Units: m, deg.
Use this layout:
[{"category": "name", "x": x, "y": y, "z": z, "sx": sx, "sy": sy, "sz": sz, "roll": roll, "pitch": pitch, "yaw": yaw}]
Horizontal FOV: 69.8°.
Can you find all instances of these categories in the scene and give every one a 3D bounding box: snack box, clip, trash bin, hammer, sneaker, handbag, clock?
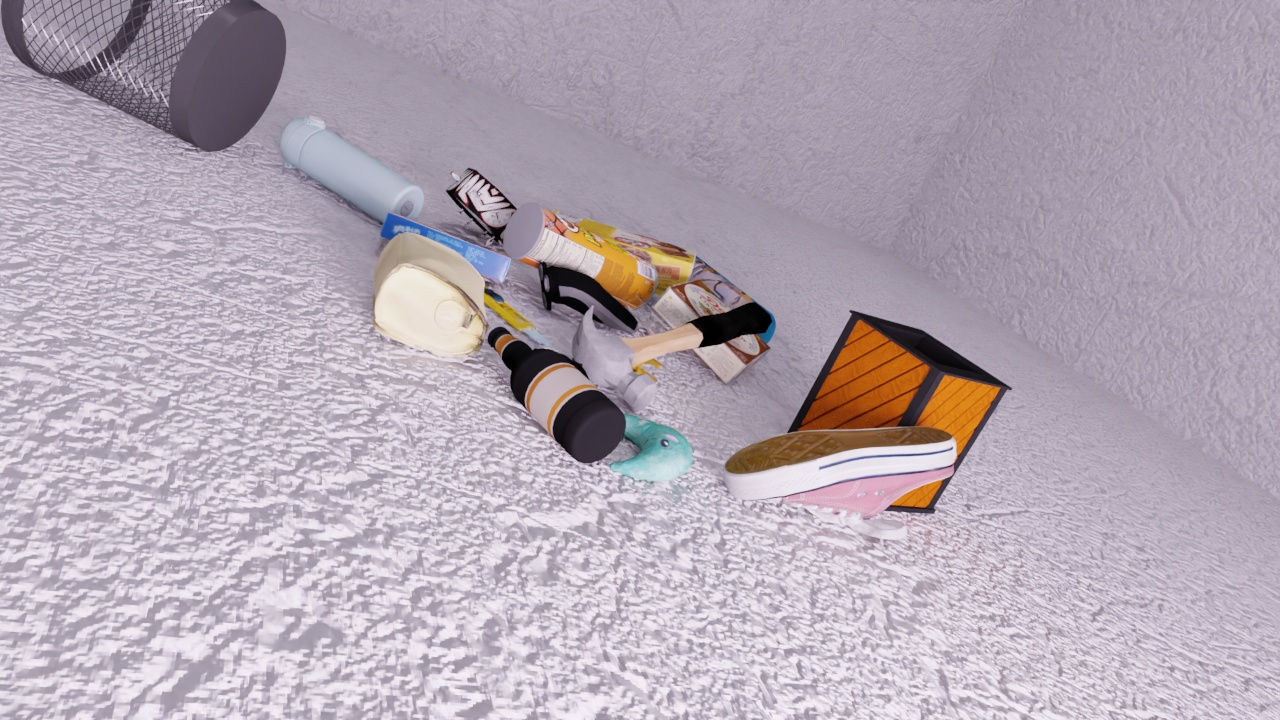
[{"category": "snack box", "x": -0.036, "y": -0.158, "z": 1.364, "sx": 0.230, "sy": 0.062, "sz": 0.110, "roll": 17, "pitch": 17, "yaw": 0}, {"category": "clip", "x": 0.010, "y": -0.044, "z": 1.205, "sx": 0.058, "sy": 0.050, "sz": 0.102, "roll": 61, "pitch": 8, "yaw": 16}, {"category": "snack box", "x": 0.098, "y": -0.042, "z": 1.240, "sx": 0.143, "sy": 0.041, "sz": 0.146, "roll": 46, "pitch": 21, "yaw": 8}, {"category": "trash bin", "x": 0.288, "y": 0.061, "z": 1.046, "sx": 0.139, "sy": 0.172, "sz": 0.139, "roll": 10, "pitch": 23, "yaw": -39}, {"category": "hammer", "x": 0.052, "y": -0.027, "z": 1.080, "sx": 0.131, "sy": 0.039, "sz": 0.327, "roll": 44, "pitch": 35, "yaw": 24}, {"category": "sneaker", "x": 0.196, "y": 0.121, "z": 0.900, "sx": 0.241, "sy": 0.088, "sz": 0.118, "roll": -5, "pitch": 14, "yaw": -12}, {"category": "snack box", "x": -0.234, "y": -0.136, "z": 1.106, "sx": 0.151, "sy": 0.034, "sz": 0.087, "roll": 20, "pitch": 3, "yaw": -14}, {"category": "trash bin", "x": -0.588, "y": -0.394, "z": 1.118, "sx": 0.227, "sy": 0.218, "sz": 0.217, "roll": 29, "pitch": 18, "yaw": -1}, {"category": "handbag", "x": -0.205, "y": -0.062, "z": 0.902, "sx": 0.111, "sy": 0.081, "sz": 0.119, "roll": 25, "pitch": 15, "yaw": -24}, {"category": "clock", "x": -0.210, "y": -0.197, "z": 1.292, "sx": 0.115, "sy": 0.065, "sz": 0.154, "roll": 39, "pitch": -6, "yaw": 39}, {"category": "clip", "x": -0.006, "y": 0.008, "z": 1.064, "sx": 0.048, "sy": 0.045, "sz": 0.054, "roll": -40, "pitch": 58, "yaw": -23}]

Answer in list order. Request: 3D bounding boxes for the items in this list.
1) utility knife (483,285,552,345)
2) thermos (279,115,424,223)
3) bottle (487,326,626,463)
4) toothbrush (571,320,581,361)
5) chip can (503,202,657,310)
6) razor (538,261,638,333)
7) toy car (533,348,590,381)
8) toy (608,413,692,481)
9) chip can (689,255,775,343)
[{"category": "utility knife", "x": -0.161, "y": -0.062, "z": 1.061, "sx": 0.030, "sy": 0.017, "sz": 0.179, "roll": -9, "pitch": 40, "yaw": -47}, {"category": "thermos", "x": -0.378, "y": -0.245, "z": 1.190, "sx": 0.207, "sy": 0.078, "sz": 0.065, "roll": 33, "pitch": 24, "yaw": 16}, {"category": "bottle", "x": -0.088, "y": 0.021, "z": 0.846, "sx": 0.059, "sy": 0.059, "sz": 0.181, "roll": 6, "pitch": 26, "yaw": -45}, {"category": "toothbrush", "x": -0.070, "y": -0.018, "z": 1.057, "sx": 0.013, "sy": 0.013, "sz": 0.167, "roll": 30, "pitch": 17, "yaw": -13}, {"category": "chip can", "x": -0.075, "y": -0.133, "z": 1.214, "sx": 0.214, "sy": 0.075, "sz": 0.075, "roll": 22, "pitch": 15, "yaw": -44}, {"category": "razor", "x": -0.063, "y": -0.075, "z": 1.157, "sx": 0.156, "sy": 0.060, "sz": 0.057, "roll": 19, "pitch": 24, "yaw": -31}, {"category": "toy car", "x": -0.074, "y": 0.018, "z": 0.914, "sx": 0.046, "sy": 0.034, "sz": 0.112, "roll": 12, "pitch": 22, "yaw": -35}, {"category": "toy", "x": 0.008, "y": 0.081, "z": 0.855, "sx": 0.085, "sy": 0.033, "sz": 0.105, "roll": 10, "pitch": 22, "yaw": -12}, {"category": "chip can", "x": 0.115, "y": -0.097, "z": 1.427, "sx": 0.079, "sy": 0.080, "sz": 0.229, "roll": 11, "pitch": 23, "yaw": -38}]
